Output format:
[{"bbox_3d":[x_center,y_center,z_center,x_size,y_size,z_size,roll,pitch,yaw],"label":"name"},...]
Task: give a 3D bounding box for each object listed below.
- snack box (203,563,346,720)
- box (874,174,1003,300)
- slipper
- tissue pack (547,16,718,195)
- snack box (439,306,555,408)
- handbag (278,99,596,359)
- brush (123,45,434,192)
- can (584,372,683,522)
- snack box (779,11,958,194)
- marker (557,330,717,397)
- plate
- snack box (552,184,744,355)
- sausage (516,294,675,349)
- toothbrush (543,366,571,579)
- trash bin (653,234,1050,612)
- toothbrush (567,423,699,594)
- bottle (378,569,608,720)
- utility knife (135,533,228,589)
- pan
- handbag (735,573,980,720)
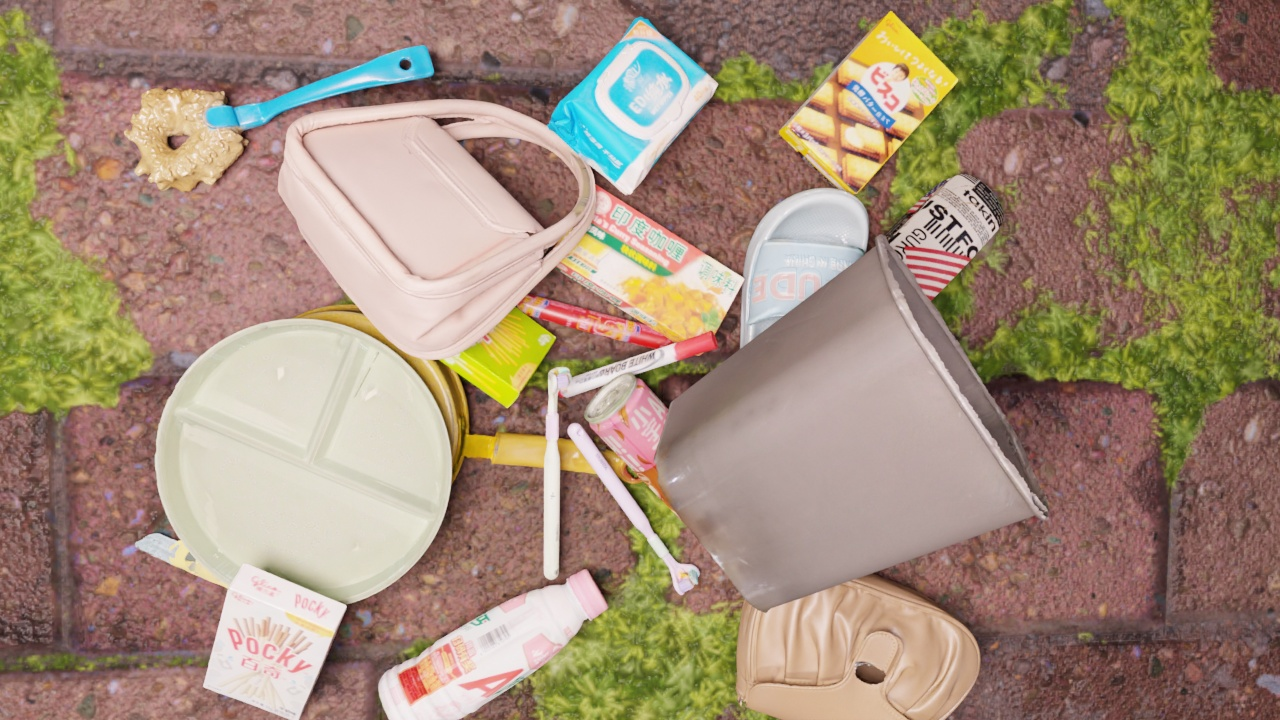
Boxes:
[{"bbox_3d":[-0.294,0.229,0.731,0.084,0.026,0.157,25,128,-7],"label":"snack box"},{"bbox_3d":[0.244,-0.100,0.800,0.075,0.076,0.163,48,67,-4],"label":"box"},{"bbox_3d":[0.138,-0.029,0.791,0.104,0.074,0.245,9,93,-7],"label":"slipper"},{"bbox_3d":[-0.005,-0.210,0.752,0.090,0.063,0.139,40,64,-8],"label":"tissue pack"},{"bbox_3d":[-0.150,-0.036,0.752,0.156,0.085,0.026,37,129,-7],"label":"snack box"},{"bbox_3d":[-0.136,-0.126,0.712,0.233,0.094,0.193,-33,71,-32],"label":"handbag"},{"bbox_3d":[-0.290,-0.204,0.737,0.254,0.046,0.083,-18,92,0],"label":"brush"},{"bbox_3d":[0.020,0.080,0.777,0.058,0.058,0.147,-44,109,-3],"label":"can"},{"bbox_3d":[0.201,-0.224,0.809,0.087,0.034,0.140,43,86,-8],"label":"snack box"},{"bbox_3d":[-0.005,0.005,0.779,0.145,0.017,0.017,-18,95,16],"label":"marker"},{"bbox_3d":[-0.261,0.081,0.721,0.230,0.027,0.230,0,95,1],"label":"plate"},{"bbox_3d":[0.005,-0.077,0.787,0.156,0.027,0.077,31,74,-8],"label":"snack box"},{"bbox_3d":[-0.039,-0.032,0.795,0.156,0.020,0.020,14,91,-7],"label":"sausage"},{"bbox_3d":[-0.071,0.098,0.761,0.020,0.029,0.190,11,109,19],"label":"toothbrush"},{"bbox_3d":[0.147,0.058,0.691,0.220,0.198,0.198,-34,103,21],"label":"trash bin"},{"bbox_3d":[-0.007,0.128,0.790,0.029,0.021,0.189,-45,111,-28],"label":"toothbrush"},{"bbox_3d":[-0.121,0.245,0.780,0.196,0.068,0.068,-31,96,-8],"label":"bottle"},{"bbox_3d":[-0.339,0.186,0.776,0.176,0.019,0.031,27,84,-3],"label":"utility knife"},{"bbox_3d":[-0.165,0.067,0.774,0.357,0.078,0.198,11,96,-1],"label":"pan"},{"bbox_3d":[0.186,0.260,0.799,0.204,0.100,0.148,19,94,-4],"label":"handbag"}]
